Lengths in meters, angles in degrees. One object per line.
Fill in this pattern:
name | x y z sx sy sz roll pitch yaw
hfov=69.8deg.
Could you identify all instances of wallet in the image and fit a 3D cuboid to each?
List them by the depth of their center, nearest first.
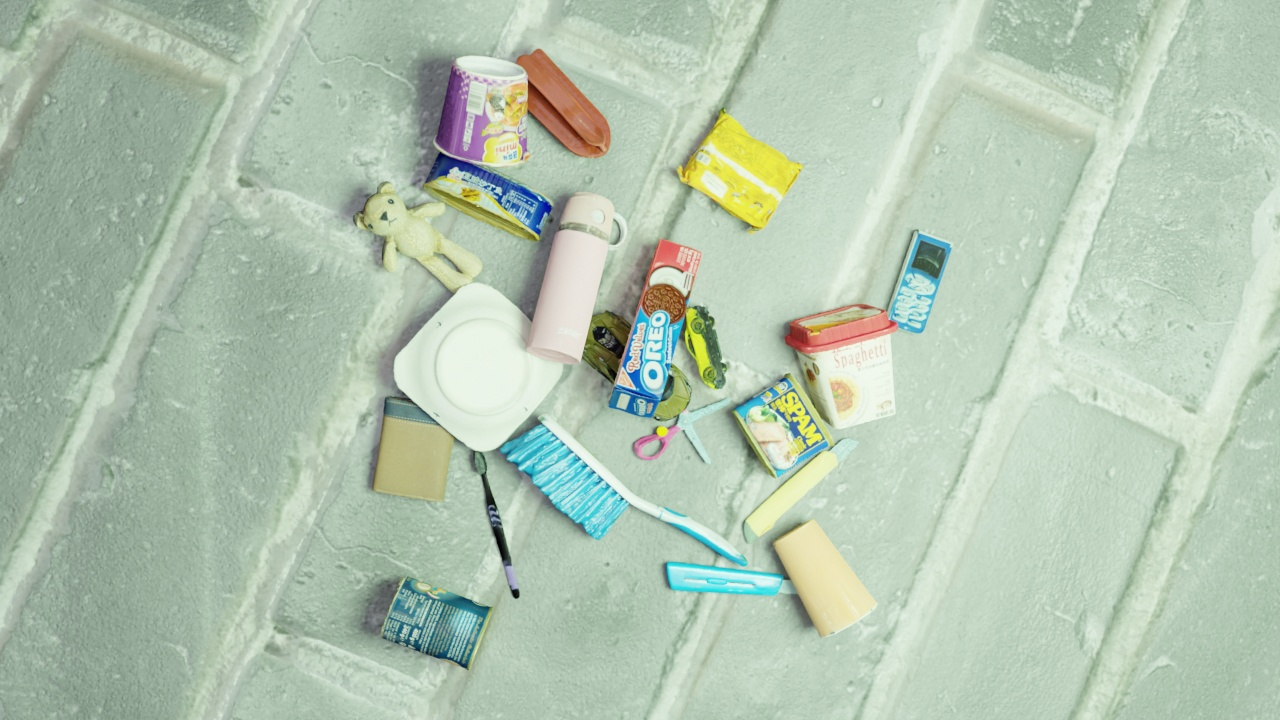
wallet | -0.266 0.104 1.087 0.090 0.033 0.115 9 89 -1

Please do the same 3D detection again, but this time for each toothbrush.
toothbrush | -0.172 0.196 1.099 0.014 0.017 0.189 -15 91 -4

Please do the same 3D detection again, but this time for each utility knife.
utility knife | 0.120 0.268 1.115 0.182 0.018 0.034 6 88 -5
utility knife | 0.194 0.155 1.121 0.183 0.019 0.031 -40 96 2

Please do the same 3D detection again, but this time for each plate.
plate | -0.183 0.008 1.069 0.163 0.034 0.164 43 77 -13

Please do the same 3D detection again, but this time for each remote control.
remote control | 0.343 -0.096 1.133 0.049 0.024 0.125 20 89 -3

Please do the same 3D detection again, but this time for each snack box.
snack box | 0.017 -0.038 1.057 0.057 0.058 0.207 18 63 -3

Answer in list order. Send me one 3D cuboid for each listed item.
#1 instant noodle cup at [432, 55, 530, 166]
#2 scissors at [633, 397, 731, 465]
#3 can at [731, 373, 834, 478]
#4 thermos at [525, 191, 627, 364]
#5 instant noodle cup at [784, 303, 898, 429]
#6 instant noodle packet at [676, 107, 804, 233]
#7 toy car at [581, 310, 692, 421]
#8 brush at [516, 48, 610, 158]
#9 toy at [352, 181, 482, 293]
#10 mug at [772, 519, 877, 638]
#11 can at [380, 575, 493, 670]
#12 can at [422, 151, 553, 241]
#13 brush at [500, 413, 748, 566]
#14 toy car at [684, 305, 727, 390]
instant noodle cup | -0.176 -0.287 1.045 0.111 0.111 0.099 11 119 -4
scissors | 0.048 0.071 1.114 0.133 0.017 0.134 -25 87 -4
can | 0.170 0.080 1.103 0.083 0.057 0.102 -32 90 -2
thermos | -0.071 -0.095 1.078 0.087 0.067 0.198 22 74 -29
instant noodle cup | 0.244 0.007 1.087 0.116 0.116 0.124 -15 101 -4
instant noodle packet | 0.118 -0.228 1.112 0.128 0.044 0.110 35 80 -6
toy car | -0.006 0.006 1.093 0.158 0.042 0.070 40 87 6
brush | -0.092 -0.299 1.087 0.063 0.069 0.146 -44 92 -3
toy | -0.257 -0.138 1.076 0.157 0.066 0.105 38 93 -18
mug | 0.214 0.255 1.089 0.078 0.078 0.122 -30 78 -4
can | -0.236 0.303 1.061 0.111 0.075 0.075 21 87 -3
can | -0.178 -0.193 1.078 0.148 0.075 0.049 24 84 -4
brush | -0.017 0.175 1.093 0.314 0.060 0.109 44 83 -5
toy car | 0.076 -0.014 1.105 0.032 0.048 0.105 -16 90 24
